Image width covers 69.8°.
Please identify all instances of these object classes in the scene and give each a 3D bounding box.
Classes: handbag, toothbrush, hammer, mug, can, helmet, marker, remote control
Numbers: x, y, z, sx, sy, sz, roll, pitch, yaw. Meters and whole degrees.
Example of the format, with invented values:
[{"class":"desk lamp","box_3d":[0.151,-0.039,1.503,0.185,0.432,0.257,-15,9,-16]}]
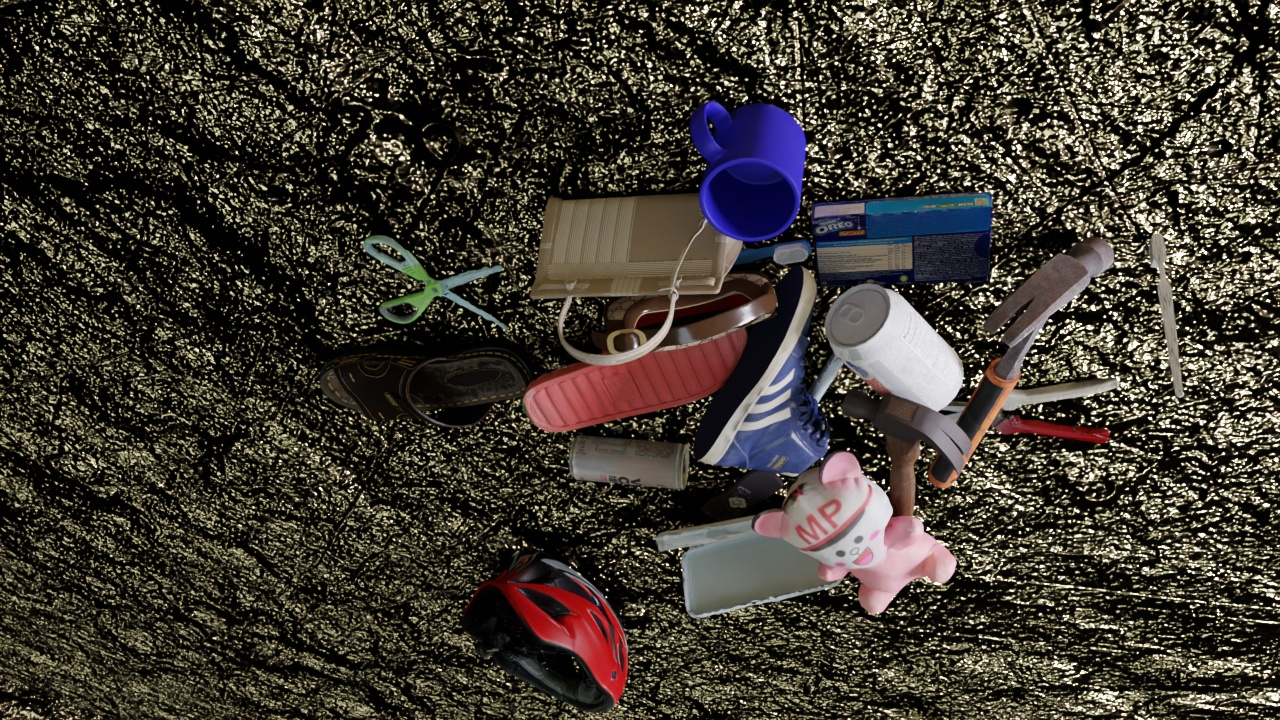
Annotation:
[{"class":"handbag","box_3d":[0.040,-0.039,0.821,0.166,0.138,0.063,-12,98,-7]},{"class":"toothbrush","box_3d":[0.412,-0.037,0.719,0.010,0.181,0.010,6,139,16]},{"class":"hammer","box_3d":[0.275,0.121,0.957,0.115,0.033,0.323,22,159,25]},{"class":"handbag","box_3d":[-0.012,-0.066,0.790,0.176,0.197,0.062,0,134,15]},{"class":"mug","box_3d":[0.082,-0.164,0.749,0.079,0.083,0.111,-29,121,36]},{"class":"hammer","box_3d":[0.327,0.031,0.862,0.035,0.137,0.315,44,149,27]},{"class":"can","box_3d":[0.236,-0.008,0.852,0.078,0.078,0.136,-25,136,34]},{"class":"can","box_3d":[-0.013,0.119,1.081,0.136,0.054,0.054,4,135,11]},{"class":"helmet","box_3d":[-0.122,0.391,1.300,0.218,0.166,0.272,-7,127,41]},{"class":"marker","box_3d":[0.199,0.001,0.932,0.017,0.017,0.147,18,136,-3]},{"class":"remote control","box_3d":[0.125,0.167,1.124,0.046,0.009,0.125,31,134,-16]},{"class":"toothbrush","box_3d":[0.079,-0.093,0.871,0.167,0.014,0.016,-7,132,22]}]

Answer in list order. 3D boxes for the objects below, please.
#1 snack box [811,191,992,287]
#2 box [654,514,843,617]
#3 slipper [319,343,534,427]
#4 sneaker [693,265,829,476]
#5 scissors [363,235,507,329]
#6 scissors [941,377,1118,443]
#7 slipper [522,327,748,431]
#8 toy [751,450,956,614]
[{"class":"snack box","box_3d":[0.229,-0.105,0.810,0.150,0.027,0.082,-1,133,15]},{"class":"box","box_3d":[0.137,0.247,1.102,0.216,0.124,0.106,-15,172,22]},{"class":"slipper","box_3d":[-0.249,0.034,1.042,0.268,0.075,0.113,-4,133,19]},{"class":"sneaker","box_3d":[0.156,0.028,0.905,0.118,0.091,0.234,19,120,-14]},{"class":"scissors","box_3d":[-0.219,-0.080,0.964,0.172,0.023,0.168,-17,122,27]},{"class":"scissors","box_3d":[0.391,0.052,0.934,0.187,0.015,0.180,30,136,-15]},{"class":"slipper","box_3d":[-0.006,0.006,0.961,0.249,0.059,0.103,-20,129,13]},{"class":"toy","box_3d":[0.233,0.187,0.995,0.213,0.084,0.142,35,126,-23]}]
